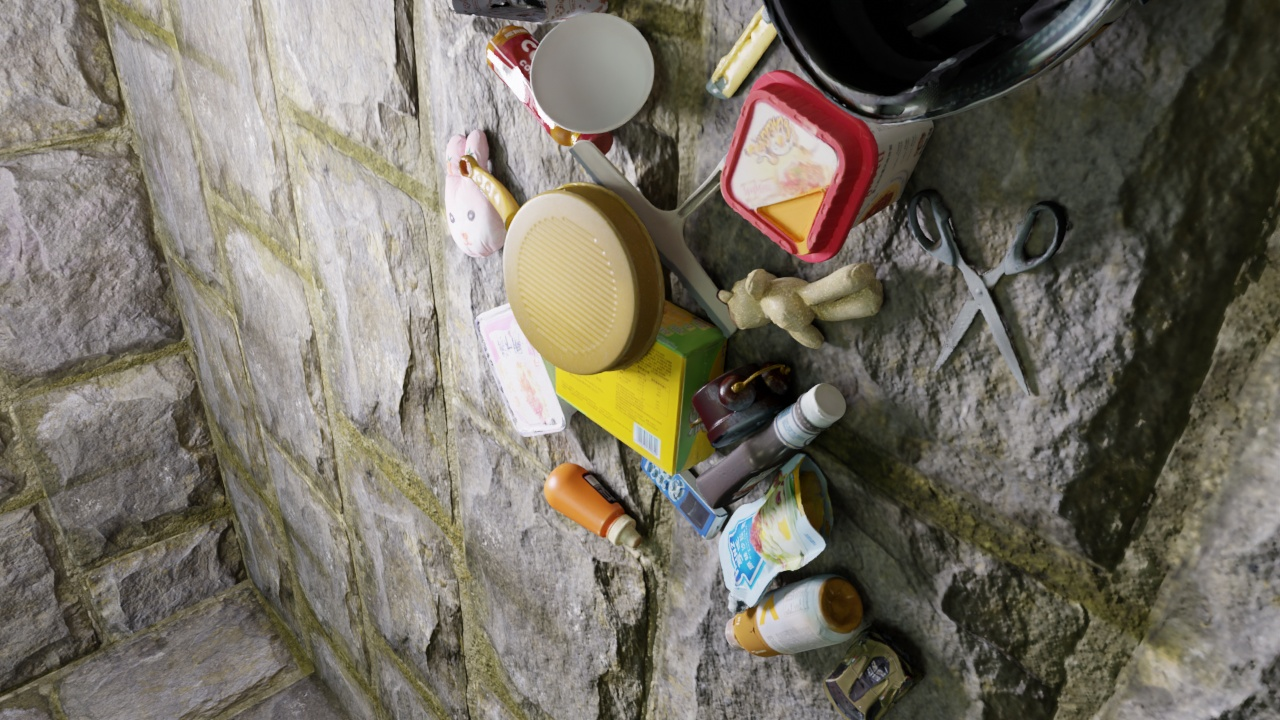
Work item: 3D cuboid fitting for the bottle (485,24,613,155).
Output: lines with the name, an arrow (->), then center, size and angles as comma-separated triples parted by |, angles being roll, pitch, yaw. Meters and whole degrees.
bottle -> -0.095, -0.279, 0.969 | 0.175, 0.057, 0.058 | 51, 142, 20

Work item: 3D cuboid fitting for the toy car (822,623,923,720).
toy car -> 0.228, 0.325, 0.924 | 0.070, 0.042, 0.158 | 45, 142, 27

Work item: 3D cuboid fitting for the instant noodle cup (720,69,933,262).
instant noodle cup -> 0.143, -0.152, 0.684 | 0.116, 0.124, 0.117 | 45, 140, 27

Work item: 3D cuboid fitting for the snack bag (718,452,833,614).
snack bag -> 0.130, 0.182, 0.941 | 0.192, 0.038, 0.110 | 125, 141, -47

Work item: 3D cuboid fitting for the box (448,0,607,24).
box -> -0.151, -0.400, 0.871 | 0.182, 0.173, 0.152 | 26, 130, 42

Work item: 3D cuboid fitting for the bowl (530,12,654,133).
bowl -> -0.043, -0.267, 0.892 | 0.118, 0.118, 0.065 | 60, -179, 8

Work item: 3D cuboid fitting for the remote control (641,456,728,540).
remote control -> 0.050, 0.148, 1.060 | 0.125, 0.024, 0.049 | 47, 141, 25

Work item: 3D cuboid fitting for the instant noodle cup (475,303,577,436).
instant noodle cup -> -0.136, 0.006, 1.184 | 0.138, 0.060, 0.173 | -13, 98, 54

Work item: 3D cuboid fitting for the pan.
pan -> -0.107, -0.128, 0.980 | 0.357, 0.078, 0.198 | 38, 127, 26

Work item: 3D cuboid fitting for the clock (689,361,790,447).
clock -> 0.099, 0.038, 0.886 | 0.055, 0.081, 0.122 | 62, 147, 16

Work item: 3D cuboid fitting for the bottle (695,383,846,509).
bottle -> 0.126, 0.082, 0.878 | 0.044, 0.079, 0.195 | 57, 142, 14

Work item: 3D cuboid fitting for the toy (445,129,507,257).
toy -> -0.214, -0.210, 1.169 | 0.121, 0.054, 0.159 | 3, 104, 51

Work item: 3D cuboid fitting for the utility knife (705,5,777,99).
utility knife -> 0.111, -0.288, 0.745 | 0.031, 0.022, 0.217 | 52, 138, 9

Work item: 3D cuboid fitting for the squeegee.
squeegee -> 0.076, -0.172, 0.830 | 0.246, 0.039, 0.247 | 49, 142, -1

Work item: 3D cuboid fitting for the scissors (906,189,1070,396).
scissors -> 0.260, -0.055, 0.689 | 0.160, 0.014, 0.179 | -30, 88, 56

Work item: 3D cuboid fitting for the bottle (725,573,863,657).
bottle -> 0.153, 0.273, 0.963 | 0.068, 0.067, 0.190 | 60, 144, 8

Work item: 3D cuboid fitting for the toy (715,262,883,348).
toy -> 0.140, -0.056, 0.806 | 0.105, 0.066, 0.158 | 35, 155, -34

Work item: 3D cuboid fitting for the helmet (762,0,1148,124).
helmet -> 0.203, -0.265, 0.517 | 0.230, 0.156, 0.275 | 55, 133, 17

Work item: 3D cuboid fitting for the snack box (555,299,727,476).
snack box -> -0.006, 0.006, 1.010 | 0.210, 0.069, 0.158 | 32, 132, 38

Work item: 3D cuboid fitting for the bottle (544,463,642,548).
bottle -> -0.058, 0.195, 1.198 | 0.149, 0.066, 0.067 | 34, 134, 26
